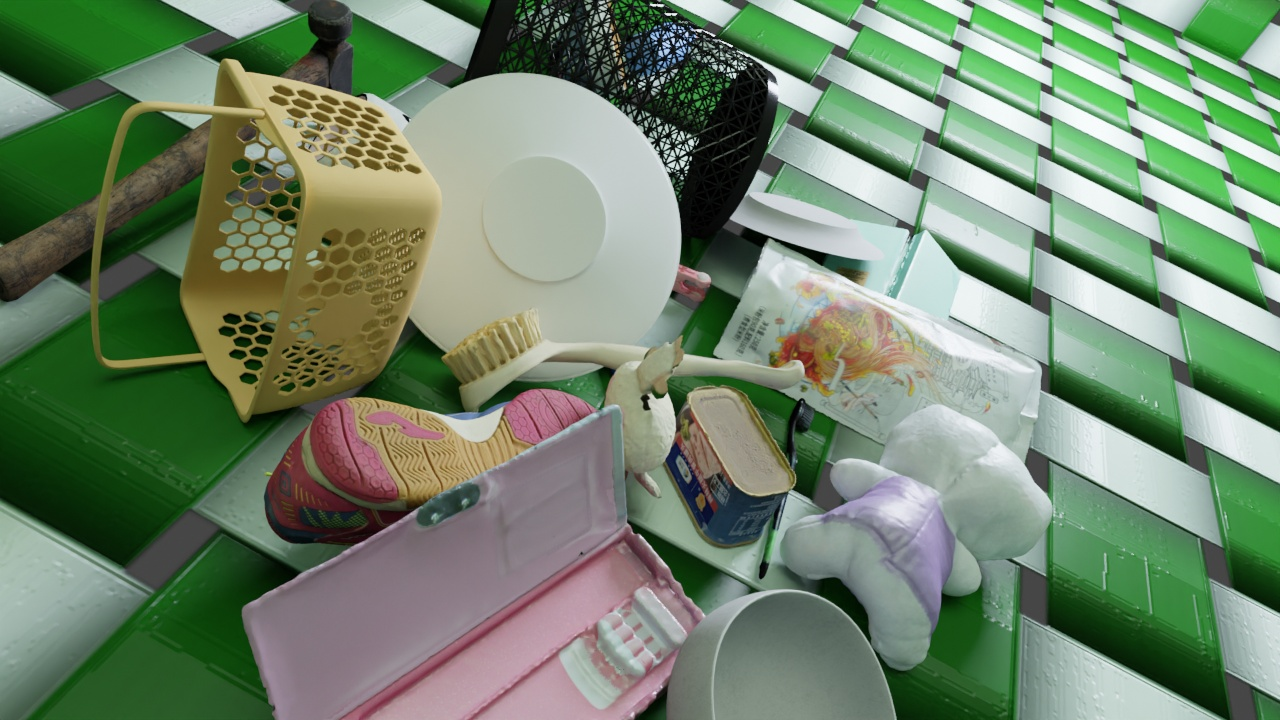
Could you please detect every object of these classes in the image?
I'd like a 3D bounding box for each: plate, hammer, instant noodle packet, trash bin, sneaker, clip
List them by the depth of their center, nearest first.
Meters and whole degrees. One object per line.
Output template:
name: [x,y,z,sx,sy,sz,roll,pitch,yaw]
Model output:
sneaker: [-0.107,0.065,0.551,0.241,0.091,0.116,5,47,-51]
plate: [-0.072,-0.099,0.662,0.229,0.030,0.229,1,86,-20]
hammer: [-0.321,-0.144,0.666,0.033,0.120,0.329,29,50,7]
instant noodle packet: [0.206,0.001,0.770,0.269,0.057,0.146,25,63,3]
clip: [0.030,-0.066,0.801,0.059,0.041,0.023,18,36,9]
trash bin: [-0.027,-0.224,0.802,0.243,0.218,0.216,19,40,-17]
plate: [0.153,-0.136,0.879,0.173,0.019,0.172,14,20,-5]
sneaker: [-0.065,-0.358,1.022,0.079,0.087,0.235,-13,40,6]

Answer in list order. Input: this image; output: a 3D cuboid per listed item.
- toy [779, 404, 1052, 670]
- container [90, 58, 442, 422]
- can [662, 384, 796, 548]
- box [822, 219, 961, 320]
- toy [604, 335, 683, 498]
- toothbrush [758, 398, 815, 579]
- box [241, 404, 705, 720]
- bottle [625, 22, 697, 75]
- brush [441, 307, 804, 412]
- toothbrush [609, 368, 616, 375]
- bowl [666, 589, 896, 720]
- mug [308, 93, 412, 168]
toy: [0.199,0.106,0.645,0.208,0.086,0.137,-29,62,-38]
container: [-0.226,-0.063,0.540,0.166,0.184,0.129,-7,49,-42]
can: [0.057,0.070,0.630,0.053,0.059,0.099,-5,48,-30]
box: [0.244,-0.078,0.895,0.138,0.056,0.186,34,40,2]
toy: [0.001,0.034,0.587,0.050,0.112,0.087,-2,35,-3]
toothbrush: [0.108,0.089,0.670,0.017,0.014,0.187,31,40,-5]
box: [-0.073,0.141,0.473,0.232,0.075,0.172,-25,94,-42]
bottle: [0.033,-0.384,1.114,0.048,0.048,0.130,34,41,11]
brush: [-0.004,0.004,0.653,0.272,0.077,0.062,1,10,-21]
toothbrush: [-0.023,-0.013,0.712,0.016,0.017,0.189,-2,47,-26]
bowl: [0.068,0.193,0.487,0.131,0.065,0.131,18,57,-30]
mug: [-0.218,-0.161,0.733,0.076,0.090,0.124,41,-7,-36]
